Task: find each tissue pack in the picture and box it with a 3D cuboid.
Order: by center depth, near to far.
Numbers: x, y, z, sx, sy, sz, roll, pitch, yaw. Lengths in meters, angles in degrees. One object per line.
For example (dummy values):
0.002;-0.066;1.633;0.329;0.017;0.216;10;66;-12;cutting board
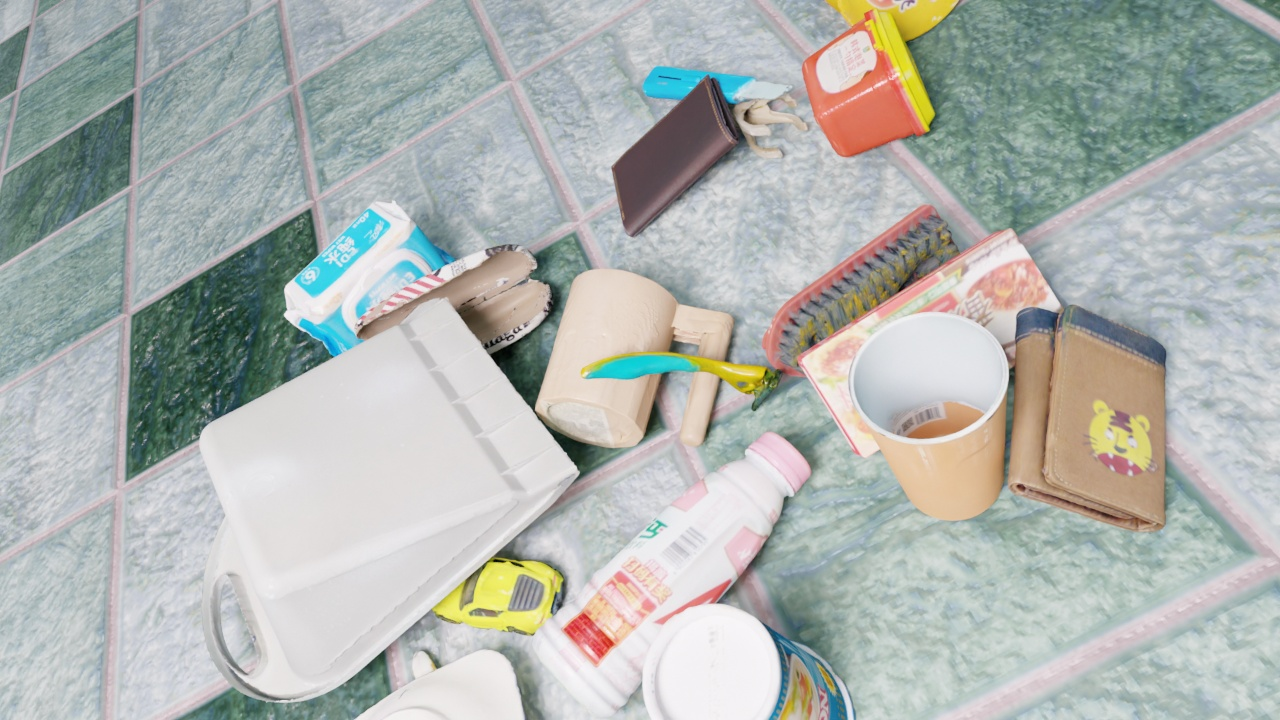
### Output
-0.233;-0.064;0.801;0.140;0.090;0.063;-47;50;-10;tissue pack

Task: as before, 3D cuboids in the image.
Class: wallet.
0.251;0.030;0.515;0.090;0.033;0.115;19;64;-4;wallet
0.025;-0.172;0.769;0.123;0.020;0.096;-38;42;27;wallet

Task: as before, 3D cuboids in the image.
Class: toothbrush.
-0.104;0.253;0.569;0.016;0.018;0.191;-39;47;-6;toothbrush

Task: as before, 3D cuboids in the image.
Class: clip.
0.103;-0.214;0.777;0.083;0.035;0.104;-37;41;4;clip

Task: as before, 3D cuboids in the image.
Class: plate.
-0.135;0.267;0.546;0.164;0.034;0.163;-34;50;15;plate

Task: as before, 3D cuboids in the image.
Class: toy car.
-0.102;0.156;0.623;0.105;0.032;0.048;-1;58;28;toy car

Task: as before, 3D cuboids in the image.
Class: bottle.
0.025;0.124;0.562;0.196;0.068;0.068;-44;50;-12;bottle

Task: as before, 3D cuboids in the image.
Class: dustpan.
-0.204;0.110;0.662;0.257;0.143;0.222;-25;49;-22;dustpan

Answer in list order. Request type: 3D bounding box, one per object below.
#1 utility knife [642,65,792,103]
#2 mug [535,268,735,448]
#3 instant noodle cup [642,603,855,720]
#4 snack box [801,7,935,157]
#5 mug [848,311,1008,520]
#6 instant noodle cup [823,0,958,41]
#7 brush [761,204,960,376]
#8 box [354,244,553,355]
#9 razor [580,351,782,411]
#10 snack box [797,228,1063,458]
0.062;-0.237;0.794;0.034;0.018;0.191;-48;38;-12;utility knife
-0.004;0.004;0.656;0.125;0.084;0.103;12;64;8;mug
0.052;0.178;0.480;0.099;0.110;0.099;-13;54;18;instant noodle cup
0.173;-0.212;0.711;0.080;0.082;0.091;-23;49;23;snack box
0.166;0.039;0.511;0.078;0.123;0.078;-12;54;17;mug
0.195;-0.348;0.764;0.138;0.138;0.109;-34;41;1;instant noodle cup
0.147;-0.040;0.621;0.146;0.063;0.069;-35;19;3;brush
-0.148;-0.028;0.757;0.163;0.076;0.087;-27;76;7;box
0.026;0.009;0.609;0.132;0.043;0.028;5;67;-12;razor
0.182;-0.010;0.573;0.153;0.025;0.075;-32;91;3;snack box
